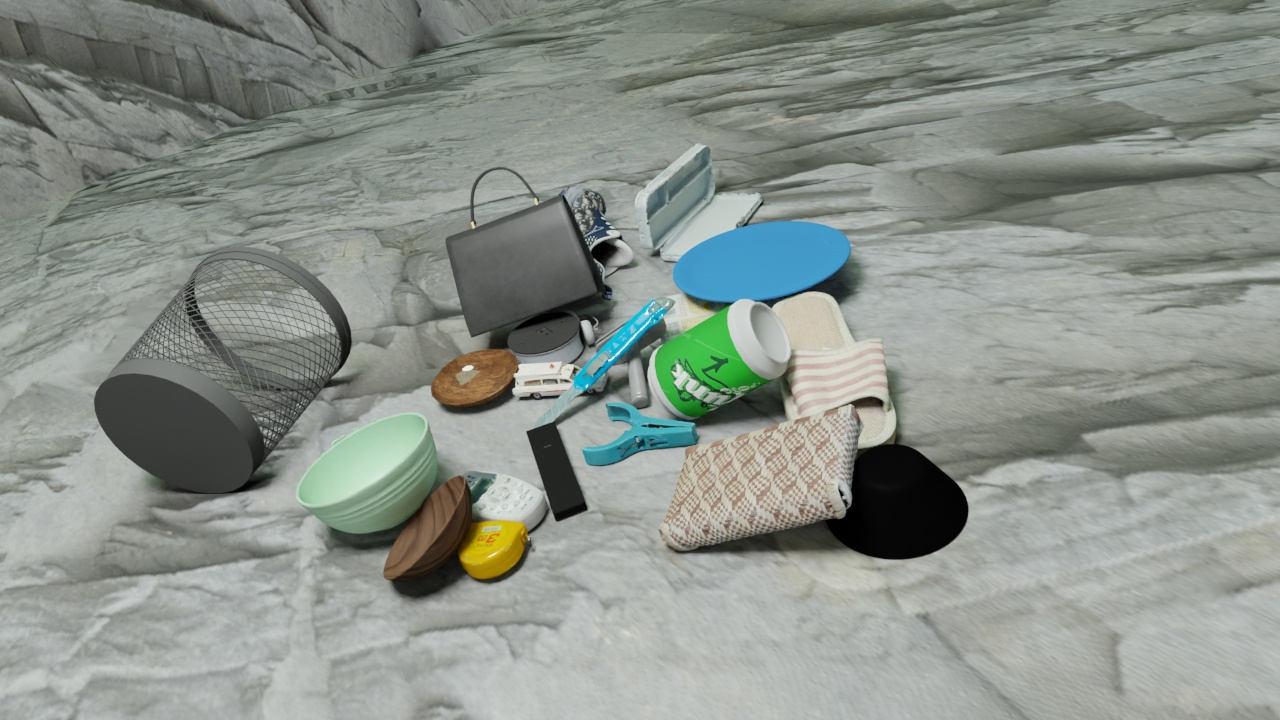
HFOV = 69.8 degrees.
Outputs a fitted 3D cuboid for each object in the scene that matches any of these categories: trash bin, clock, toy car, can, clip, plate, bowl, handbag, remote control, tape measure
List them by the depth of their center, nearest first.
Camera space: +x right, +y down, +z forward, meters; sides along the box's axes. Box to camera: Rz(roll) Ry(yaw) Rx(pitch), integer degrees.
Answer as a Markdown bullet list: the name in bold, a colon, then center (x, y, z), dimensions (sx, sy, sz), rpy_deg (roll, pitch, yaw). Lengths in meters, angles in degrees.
- **bowl**: center (0.222, 0.110, 0.807), dimensions (0.124, 0.052, 0.123), rpy_deg (-11, 33, 7)
- **handbag**: center (0.111, 0.110, 0.836), dimensions (0.186, 0.047, 0.123), rpy_deg (-18, 29, 31)
- **tape measure**: center (-0.141, 0.181, 0.874), dimensions (0.068, 0.030, 0.058), rpy_deg (-10, 31, 21)
- **bowl**: center (-0.197, 0.169, 0.887), dimensions (0.119, 0.032, 0.119), rpy_deg (-42, 20, 19)
- **remote control**: center (-0.148, 0.144, 0.936), dimensions (0.114, 0.028, 0.060), rpy_deg (9, 40, 34)
- **bowl**: center (-0.273, 0.127, 0.959), dimensions (0.151, 0.077, 0.150), rpy_deg (-20, 25, 10)
- **can**: center (0.081, 0.000, 0.961), dimensions (0.140, 0.088, 0.087), rpy_deg (-30, 21, 35)
- **remote control**: center (-0.090, 0.114, 0.971), dimensions (0.034, 0.013, 0.150), rpy_deg (-20, 33, -7)
- **clip**: center (-0.008, 0.072, 0.992), dimensions (0.122, 0.033, 0.120), rpy_deg (-19, 29, -6)
- **toy car**: center (-0.097, 0.020, 1.093), dimensions (0.113, 0.039, 0.039), rpy_deg (-5, 34, 16)
- **trash bin**: center (-0.505, 0.015, 1.121), dimensions (0.218, 0.218, 0.226), rpy_deg (-4, 38, 17)
- **bowl**: center (-0.201, 0.028, 1.135), dimensions (0.114, 0.026, 0.101), rpy_deg (-4, 40, 21)
- **plate**: center (0.153, -0.120, 1.162), dimensions (0.224, 0.024, 0.224), rpy_deg (-11, 29, 6)
- **clock**: center (-0.110, -0.027, 1.175), dimensions (0.122, 0.035, 0.094), rpy_deg (-29, 35, -22)
- **handbag**: center (-0.164, -0.153, 1.190), dimensions (0.176, 0.196, 0.072), rpy_deg (-19, 6, 8)

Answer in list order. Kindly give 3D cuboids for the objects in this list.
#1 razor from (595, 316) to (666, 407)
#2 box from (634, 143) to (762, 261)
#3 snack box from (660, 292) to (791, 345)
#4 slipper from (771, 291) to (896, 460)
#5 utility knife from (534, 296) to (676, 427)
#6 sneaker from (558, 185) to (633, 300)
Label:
- **razor**: center (-0.006, 0.006, 1.067), dimensions (0.088, 0.047, 0.116), rpy_deg (-33, 42, 24)
- **box**: center (0.087, -0.238, 1.349), dimensions (0.129, 0.105, 0.209), rpy_deg (8, 39, 26)
- **snack box**: center (0.105, -0.052, 1.128), dimensions (0.168, 0.027, 0.131), rpy_deg (-13, 33, 3)
- **slipper**: center (0.198, 0.001, 0.969), dimensions (0.115, 0.052, 0.262), rpy_deg (-14, 39, 4)
- **utility knife**: center (-0.044, 0.004, 1.049), dimensions (0.220, 0.015, 0.031), rpy_deg (-47, 54, -3)
- **sneaker**: center (-0.071, -0.167, 1.337), dimensions (0.132, 0.103, 0.268), rpy_deg (7, 37, 8)
